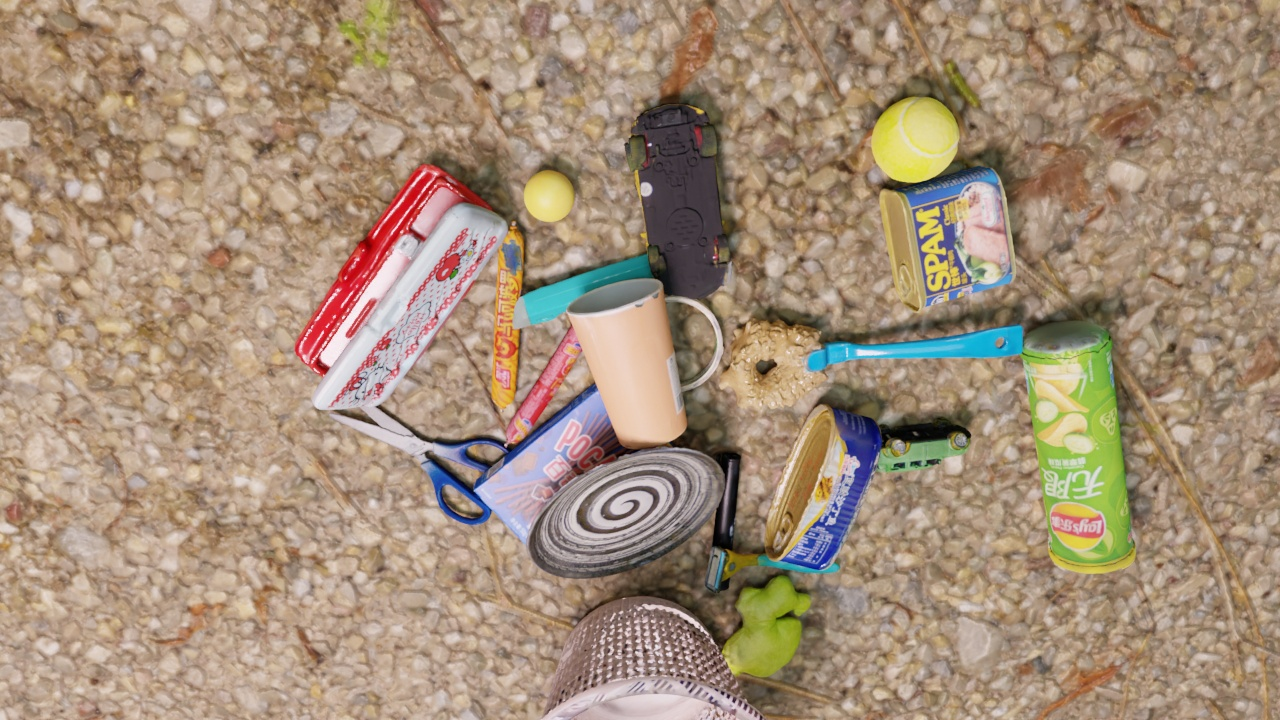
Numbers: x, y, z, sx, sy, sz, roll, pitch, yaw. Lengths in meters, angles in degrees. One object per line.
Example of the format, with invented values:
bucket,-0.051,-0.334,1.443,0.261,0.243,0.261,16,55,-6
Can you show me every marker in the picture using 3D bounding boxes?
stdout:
marker,0.075,0.147,0.831,0.022,0.020,0.132,7,107,11

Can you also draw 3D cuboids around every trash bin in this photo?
trash bin,0.004,0.315,0.789,0.227,0.192,0.228,-1,107,-2

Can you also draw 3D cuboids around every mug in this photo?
mug,-0.004,0.004,0.734,0.078,0.078,0.123,-16,109,2

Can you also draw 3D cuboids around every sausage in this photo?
sausage,-0.074,0.013,0.783,0.020,0.020,0.156,31,104,-11
sausage,-0.111,-0.034,0.765,0.021,0.021,0.165,4,107,-4

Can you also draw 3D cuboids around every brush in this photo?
brush,0.192,-0.005,0.771,0.255,0.045,0.083,-6,104,5

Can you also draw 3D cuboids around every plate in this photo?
plate,-0.013,0.127,0.782,0.179,0.024,0.180,-15,139,-14

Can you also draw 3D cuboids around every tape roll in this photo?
tape roll,0.027,-0.014,0.782,0.086,0.014,0.086,-1,107,-3

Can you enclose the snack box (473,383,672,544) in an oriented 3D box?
snack box,-0.058,0.090,0.797,0.157,0.026,0.084,-39,105,4

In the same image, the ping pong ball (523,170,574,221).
ping pong ball,-0.072,-0.130,0.727,0.040,0.040,0.040,-1,107,-3

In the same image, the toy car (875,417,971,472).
toy car,0.243,0.074,0.804,0.091,0.043,0.036,-10,105,2

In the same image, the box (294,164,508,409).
box,-0.192,-0.049,0.718,0.095,0.098,0.202,36,102,-13

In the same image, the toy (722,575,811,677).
toy,0.119,0.253,0.859,0.096,0.031,0.100,-19,109,-6

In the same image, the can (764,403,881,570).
can,0.157,0.112,0.796,0.049,0.074,0.148,15,107,-11

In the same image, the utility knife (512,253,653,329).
utility knife,-0.030,-0.063,0.759,0.164,0.013,0.029,-19,101,-5

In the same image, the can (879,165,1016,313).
can,0.249,-0.100,0.743,0.083,0.057,0.102,-16,108,0

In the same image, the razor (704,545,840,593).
razor,0.122,0.186,0.835,0.132,0.028,0.043,3,105,-20

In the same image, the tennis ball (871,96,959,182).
tennis ball,0.213,-0.172,0.714,0.065,0.065,0.065,-1,107,-3

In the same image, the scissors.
scissors,-0.192,0.087,0.803,0.171,0.012,0.141,1,105,-4

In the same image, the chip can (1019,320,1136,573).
chip can,0.379,0.075,0.795,0.072,0.072,0.221,-16,107,2

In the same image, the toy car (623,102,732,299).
toy car,0.031,-0.125,0.732,0.071,0.041,0.156,-10,105,1
